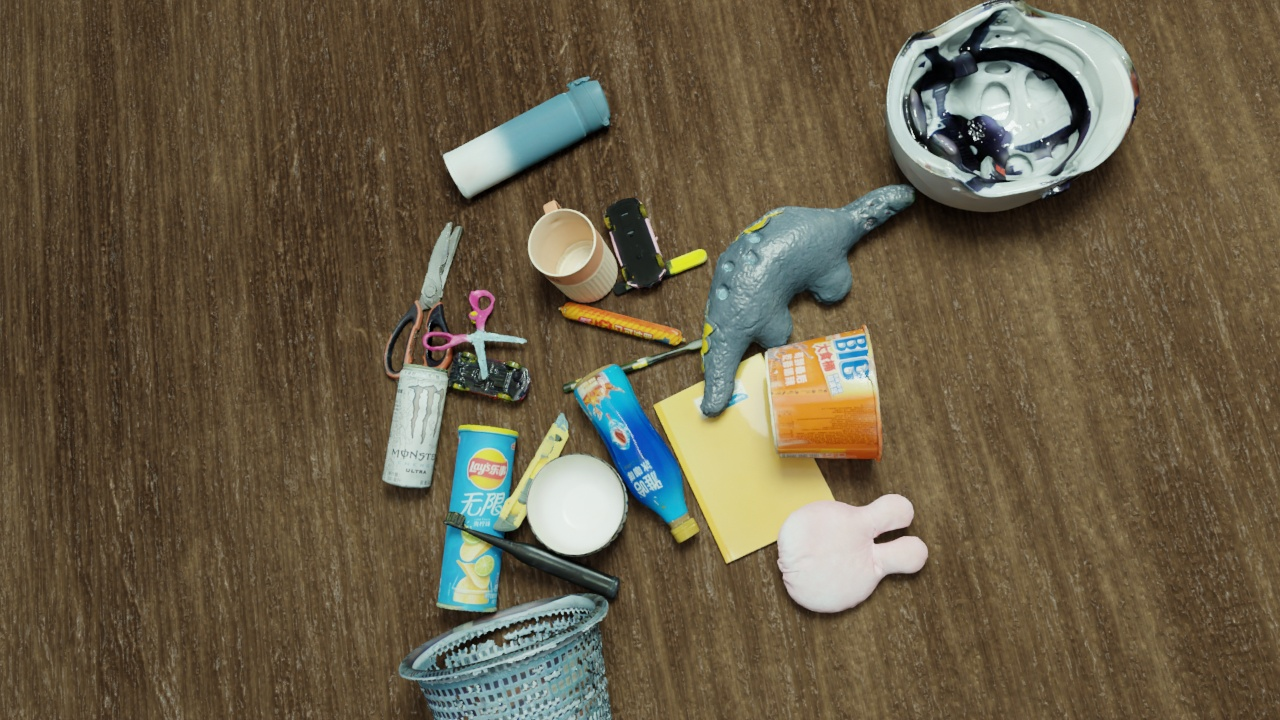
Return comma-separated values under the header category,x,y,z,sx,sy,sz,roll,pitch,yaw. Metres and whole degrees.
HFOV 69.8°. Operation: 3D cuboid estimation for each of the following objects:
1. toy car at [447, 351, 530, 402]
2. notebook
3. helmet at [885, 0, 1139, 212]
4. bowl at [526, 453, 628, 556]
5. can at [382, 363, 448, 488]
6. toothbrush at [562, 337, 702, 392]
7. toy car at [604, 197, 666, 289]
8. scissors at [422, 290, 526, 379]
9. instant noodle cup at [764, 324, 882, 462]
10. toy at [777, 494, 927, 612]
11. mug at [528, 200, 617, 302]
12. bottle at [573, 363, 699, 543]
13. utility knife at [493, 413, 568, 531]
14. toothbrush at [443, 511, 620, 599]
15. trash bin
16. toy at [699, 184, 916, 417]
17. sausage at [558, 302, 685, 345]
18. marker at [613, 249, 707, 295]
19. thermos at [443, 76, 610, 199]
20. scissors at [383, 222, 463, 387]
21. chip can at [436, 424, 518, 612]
category,x,y,z,sx,sy,sz,roll,pitch,yaw
toy car,-0.185,0.022,1.131,0.106,0.031,0.049,10,81,17
notebook,0.121,0.112,1.071,0.146,0.010,0.206,-26,75,4
helmet,0.398,-0.267,1.032,0.258,0.146,0.229,-17,77,-3
bowl,-0.068,0.169,1.063,0.116,0.066,0.116,-2,77,9
can,-0.272,0.079,1.113,0.058,0.058,0.146,8,86,11
toothbrush,-0.007,0.007,1.114,0.186,0.017,0.012,-18,78,8
toy car,-0.006,-0.143,1.130,0.056,0.037,0.122,-20,72,8
scissors,-0.208,-0.031,1.134,0.135,0.017,0.133,-11,58,-4
instant noodle cup,0.198,0.041,1.001,0.111,0.151,0.151,-7,77,10
toy,0.230,0.209,1.009,0.159,0.054,0.121,-17,85,7
mug,-0.084,-0.135,1.105,0.082,0.106,0.114,-26,70,6
bottle,0.001,0.109,1.062,0.065,0.065,0.218,-32,79,2
utility knife,-0.125,0.133,1.086,0.031,0.018,0.162,37,59,-18
toothbrush,-0.124,0.220,1.043,0.212,0.026,0.027,25,68,-8
trash bin,-0.119,0.378,0.969,0.227,0.226,0.195,-15,89,6
toy,0.164,-0.098,1.067,0.356,0.091,0.138,-45,84,0
sausage,-0.024,-0.045,1.122,0.165,0.021,0.021,15,81,13
marker,0.024,-0.108,1.132,0.124,0.015,0.018,-21,70,8
thermos,-0.142,-0.285,1.171,0.220,0.070,0.070,-28,75,3
scissors,-0.258,-0.070,1.172,0.206,0.015,0.193,-38,74,1
chip can,-0.192,0.184,1.079,0.071,0.071,0.210,4,79,10
